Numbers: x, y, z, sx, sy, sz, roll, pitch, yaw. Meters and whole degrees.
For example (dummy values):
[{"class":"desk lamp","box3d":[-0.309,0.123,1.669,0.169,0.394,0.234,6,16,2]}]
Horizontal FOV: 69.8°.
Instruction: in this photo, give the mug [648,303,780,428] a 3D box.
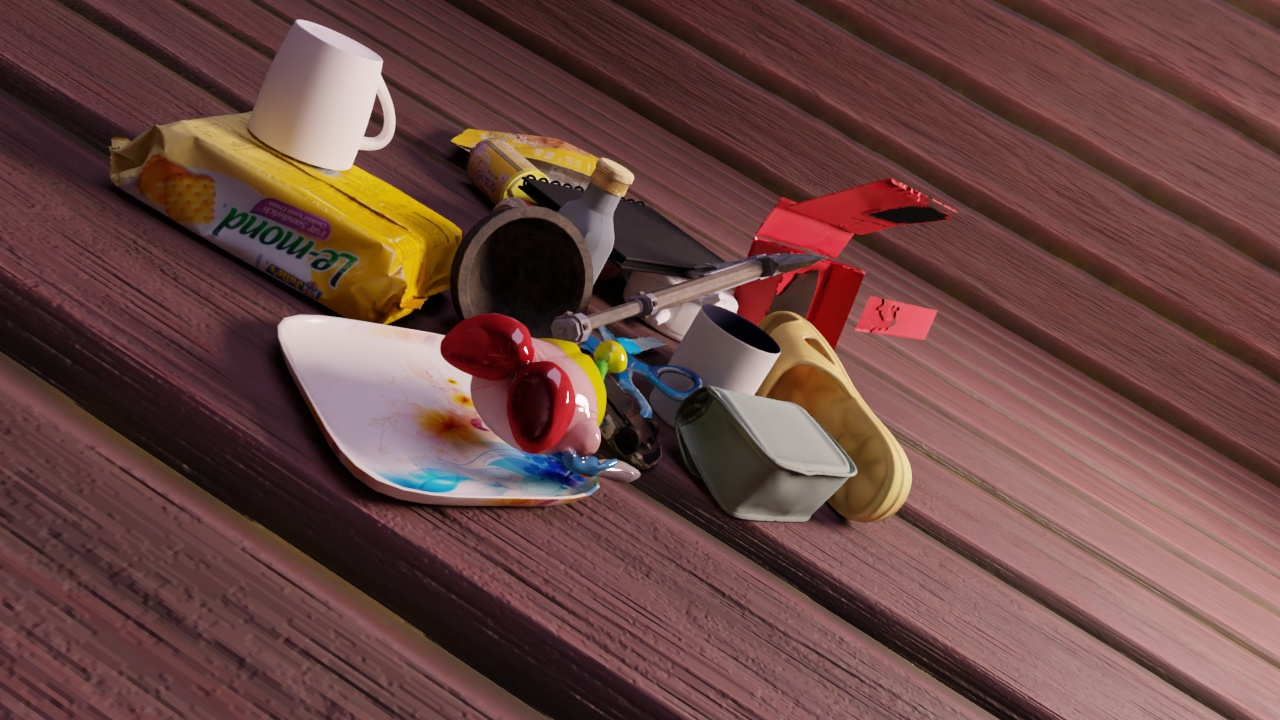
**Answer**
[{"class":"mug","box3d":[0.074,0.013,0.815,0.078,0.097,0.111,42,22,32]}]

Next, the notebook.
[{"class":"notebook","box3d":[-0.007,-0.140,0.996,0.169,0.019,0.231,40,22,28]}]

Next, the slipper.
[{"class":"slipper","box3d":[0.149,0.044,0.851,0.078,0.100,0.263,15,28,-33]}]

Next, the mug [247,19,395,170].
[{"class":"mug","box3d":[-0.236,-0.204,0.719,0.081,0.088,0.114,40,21,32]}]

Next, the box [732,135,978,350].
[{"class":"box","box3d":[0.236,-0.137,1.108,0.210,0.316,0.124,5,42,-52]}]

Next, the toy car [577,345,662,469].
[{"class":"toy car","box3d":[-0.027,0.038,0.703,0.113,0.041,0.048,52,23,9]}]

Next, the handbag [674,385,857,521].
[{"class":"handbag","box3d":[0.099,0.074,0.739,0.121,0.067,0.106,10,36,-43]}]

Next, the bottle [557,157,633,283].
[{"class":"bottle","box3d":[-0.057,-0.100,0.811,0.046,0.161,0.072,17,23,-33]}]

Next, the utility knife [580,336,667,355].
[{"class":"utility knife","box3d":[-0.026,-0.008,0.849,0.031,0.015,0.208,38,24,19]}]

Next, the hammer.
[{"class":"hammer","box3d":[0.036,-0.060,0.809,0.147,0.028,0.315,-5,11,38]}]

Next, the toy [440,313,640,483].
[{"class":"toy","box3d":[-0.048,0.020,0.588,0.124,0.097,0.131,40,-3,20]}]

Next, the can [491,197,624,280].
[{"class":"can","box3d":[-0.086,-0.128,0.989,0.170,0.067,0.067,7,30,-50]}]

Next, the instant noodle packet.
[{"class":"instant noodle packet","box3d":[-0.145,-0.266,1.264,0.221,0.084,0.162,20,20,-9]}]

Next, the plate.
[{"class":"plate","box3d":[-0.130,0.034,0.589,0.186,0.016,0.187,10,27,-45]}]

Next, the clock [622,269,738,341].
[{"class":"clock","box3d":[0.049,-0.077,1.045,0.125,0.073,0.160,20,21,-25]}]

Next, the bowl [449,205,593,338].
[{"class":"bowl","box3d":[-0.104,-0.067,0.748,0.121,0.121,0.056,15,4,-37]}]

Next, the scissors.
[{"class":"scissors","box3d":[-0.003,0.002,0.780,0.090,0.014,0.141,-19,42,-14]}]

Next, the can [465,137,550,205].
[{"class":"can","box3d":[-0.161,-0.219,1.114,0.067,0.068,0.105,9,27,-46]}]

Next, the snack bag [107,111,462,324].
[{"class":"snack bag","box3d":[-0.254,-0.115,0.712,0.247,0.068,0.159,30,18,-1]}]
